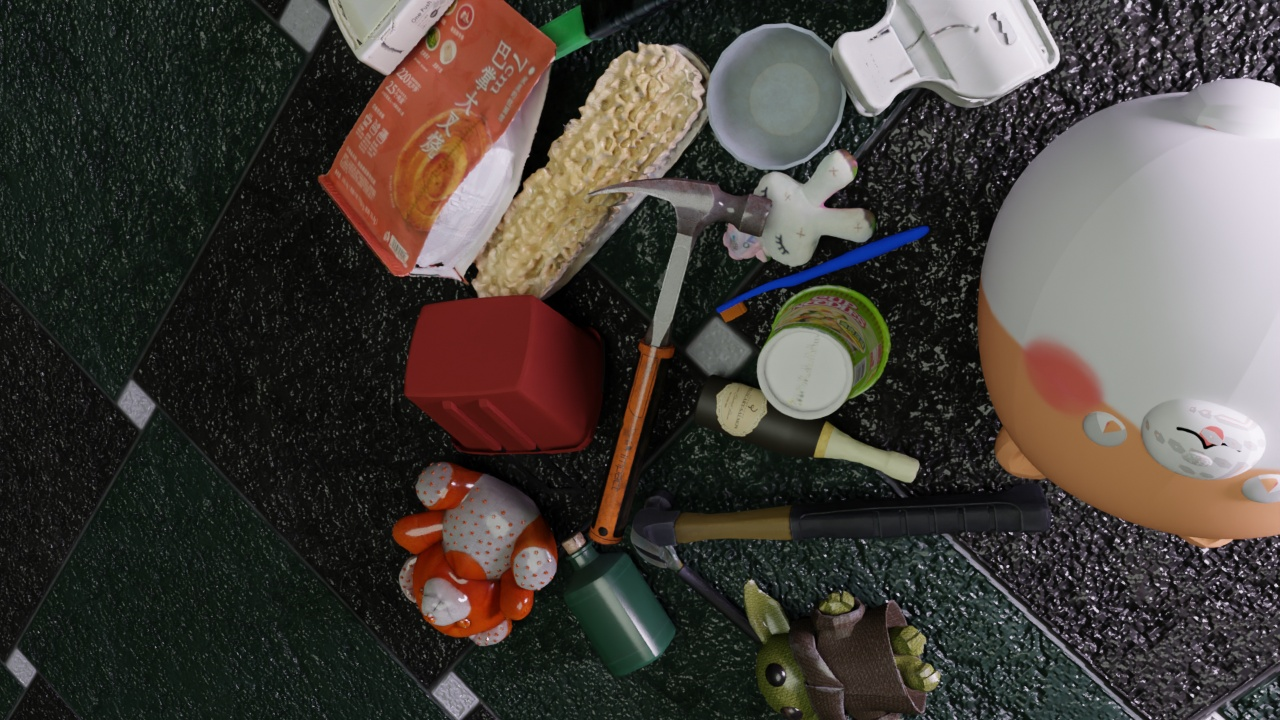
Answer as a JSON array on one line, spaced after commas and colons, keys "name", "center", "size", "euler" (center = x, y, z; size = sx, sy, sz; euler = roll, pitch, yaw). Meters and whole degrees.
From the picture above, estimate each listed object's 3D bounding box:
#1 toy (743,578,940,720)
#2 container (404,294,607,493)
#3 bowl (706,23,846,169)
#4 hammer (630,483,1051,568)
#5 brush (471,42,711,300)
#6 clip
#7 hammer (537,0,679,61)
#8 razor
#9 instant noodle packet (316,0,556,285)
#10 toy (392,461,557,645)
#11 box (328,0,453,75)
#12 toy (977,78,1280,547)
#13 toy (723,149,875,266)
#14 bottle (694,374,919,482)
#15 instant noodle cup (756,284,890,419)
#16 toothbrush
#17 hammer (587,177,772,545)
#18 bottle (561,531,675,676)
[{"name": "toy", "center": [0.171, 0.260, 0.778], "size": [0.153, 0.078, 0.179], "euler": [-20, 98, 25]}, {"name": "container", "center": [-0.102, 0.030, 0.820], "size": [0.148, 0.201, 0.126], "euler": [-4, 65, 22]}, {"name": "bowl", "center": [0.107, -0.202, 0.707], "size": [0.106, 0.039, 0.106], "euler": [5, 105, 20]}, {"name": "hammer", "center": [0.151, 0.130, 0.746], "size": [0.333, 0.117, 0.025], "euler": [-6, 104, 17]}, {"name": "brush", "center": [-0.045, -0.149, 0.770], "size": [0.083, 0.056, 0.272], "euler": [48, 114, 6]}, {"name": "clip", "center": [0.205, -0.229, 0.626], "size": [0.152, 0.096, 0.126], "euler": [-29, 89, -7]}, {"name": "hammer", "center": [-0.040, -0.259, 0.698], "size": [0.320, 0.032, 0.130], "euler": [-8, 90, 44]}, {"name": "razor", "center": [0.058, 0.207, 0.840], "size": [0.144, 0.022, 0.043], "euler": [42, 115, 7]}, {"name": "instant noodle packet", "center": [-0.165, -0.198, 0.762], "size": [0.164, 0.083, 0.221], "euler": [47, 117, 33]}, {"name": "toy", "center": [-0.166, 0.197, 0.888], "size": [0.164, 0.092, 0.173], "euler": [32, 114, 10]}, {"name": "box", "center": [-0.220, -0.353, 0.778], "size": [0.144, 0.050, 0.183], "euler": [-42, 63, 19]}, {"name": "toy", "center": [0.333, -0.018, 0.547], "size": [0.263, 0.264, 0.281], "euler": [22, 125, 17]}, {"name": "toy", "center": [0.121, -0.113, 0.726], "size": [0.123, 0.037, 0.079], "euler": [-20, 102, 27]}, {"name": "bottle", "center": [0.137, 0.061, 0.759], "size": [0.185, 0.045, 0.045], "euler": [19, 109, 16]}, {"name": "instant noodle cup", "center": [0.137, -0.003, 0.709], "size": [0.099, 0.107, 0.099], "euler": [5, 104, 20]}, {"name": "toothbrush", "center": [0.144, -0.069, 0.739], "size": [0.183, 0.016, 0.018], "euler": [-20, 100, 25]}, {"name": "hammer", "center": [-0.004, 0.004, 0.748], "size": [0.138, 0.035, 0.315], "euler": [16, 107, 5]}, {"name": "bottle", "center": [-0.030, 0.219, 0.856], "size": [0.061, 0.061, 0.131], "euler": [-33, 90, 27]}]
